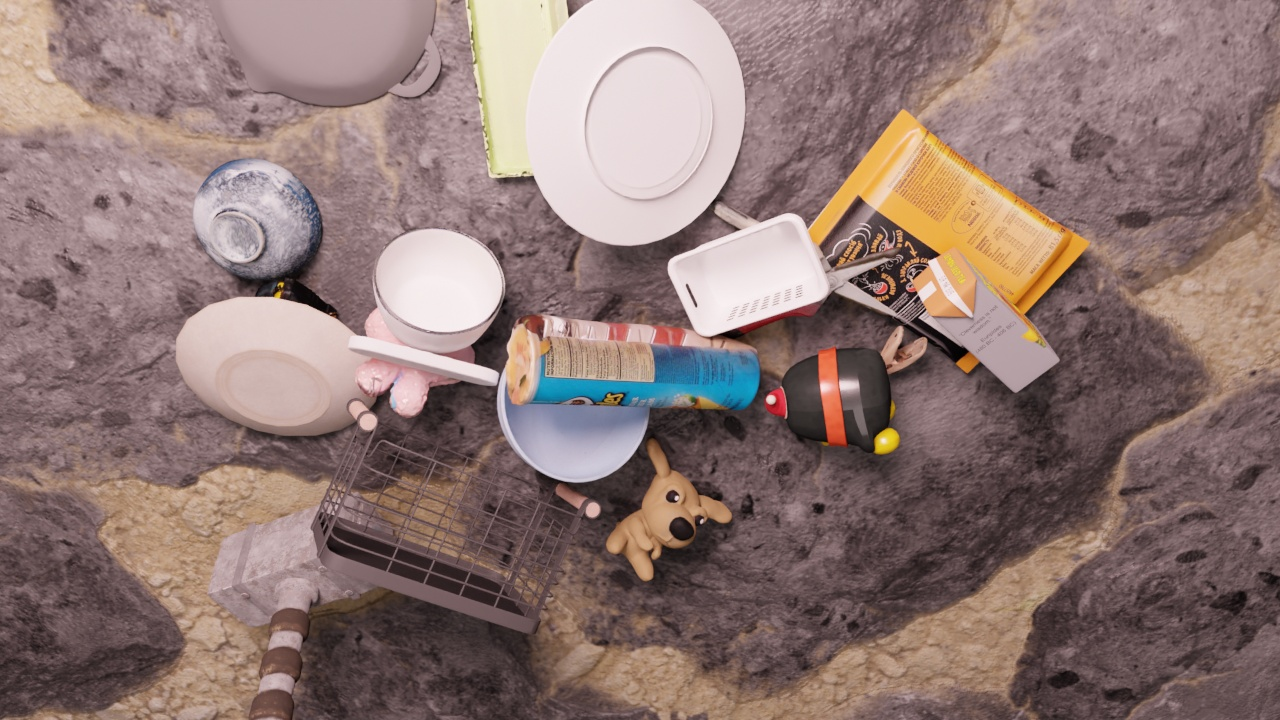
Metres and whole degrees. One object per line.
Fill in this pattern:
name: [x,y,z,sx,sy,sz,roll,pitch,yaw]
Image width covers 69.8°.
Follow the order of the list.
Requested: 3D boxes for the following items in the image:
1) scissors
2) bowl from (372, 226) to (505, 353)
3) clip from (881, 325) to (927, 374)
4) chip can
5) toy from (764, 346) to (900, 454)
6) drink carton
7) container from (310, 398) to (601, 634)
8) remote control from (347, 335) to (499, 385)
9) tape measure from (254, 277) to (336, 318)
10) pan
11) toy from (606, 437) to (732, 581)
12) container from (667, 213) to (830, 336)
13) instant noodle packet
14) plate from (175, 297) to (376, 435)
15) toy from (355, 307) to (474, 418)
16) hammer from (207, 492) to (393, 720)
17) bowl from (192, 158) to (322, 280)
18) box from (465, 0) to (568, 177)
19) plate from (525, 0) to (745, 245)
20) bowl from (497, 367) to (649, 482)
scissors: [0.134,-0.084,0.847,0.199,0.015,0.179,-28,105,27]
bowl: [-0.185,-0.057,0.835,0.116,0.116,0.066,18,147,-8]
clip: [0.255,-0.006,0.886,0.041,0.024,0.061,19,144,5]
chip can: [-0.005,0.005,0.834,0.229,0.080,0.080,3,118,-26]
toy: [0.181,0.036,0.880,0.119,0.097,0.100,-7,116,15]
drink carton: [0.306,-0.036,0.815,0.125,0.076,0.049,37,115,-21]
container: [-0.181,0.145,0.868,0.241,0.163,0.130,25,84,-23]
remote control: [-0.194,0.001,0.829,0.136,0.043,0.013,16,78,-21]
tape measure: [-0.336,-0.045,0.869,0.063,0.038,0.067,-14,143,19]
pan: [-0.315,-0.345,0.742,0.354,0.024,0.217,39,110,-16]
toy: [0.018,0.163,0.945,0.108,0.105,0.134,-42,112,7]
container: [0.099,-0.081,0.821,0.129,0.049,0.081,-18,109,25]
instant noodle packet: [0.273,-0.102,0.842,0.220,0.032,0.160,31,115,-13]
plate: [-0.350,0.018,0.883,0.189,0.027,0.189,-2,134,-2]
toy: [-0.219,-0.001,0.869,0.108,0.104,0.053,34,150,-11]
hammer: [-0.344,0.288,0.884,0.177,0.325,0.079,-20,131,10]
bowl: [-0.356,-0.121,0.831,0.114,0.060,0.114,1,115,2]
box: [-0.088,-0.244,0.768,0.130,0.064,0.188,17,122,41]
plate: [0.005,-0.195,0.755,0.208,0.015,0.209,-13,117,-27]
bowl: [-0.073,0.041,0.879,0.150,0.075,0.150,3,83,-26]
